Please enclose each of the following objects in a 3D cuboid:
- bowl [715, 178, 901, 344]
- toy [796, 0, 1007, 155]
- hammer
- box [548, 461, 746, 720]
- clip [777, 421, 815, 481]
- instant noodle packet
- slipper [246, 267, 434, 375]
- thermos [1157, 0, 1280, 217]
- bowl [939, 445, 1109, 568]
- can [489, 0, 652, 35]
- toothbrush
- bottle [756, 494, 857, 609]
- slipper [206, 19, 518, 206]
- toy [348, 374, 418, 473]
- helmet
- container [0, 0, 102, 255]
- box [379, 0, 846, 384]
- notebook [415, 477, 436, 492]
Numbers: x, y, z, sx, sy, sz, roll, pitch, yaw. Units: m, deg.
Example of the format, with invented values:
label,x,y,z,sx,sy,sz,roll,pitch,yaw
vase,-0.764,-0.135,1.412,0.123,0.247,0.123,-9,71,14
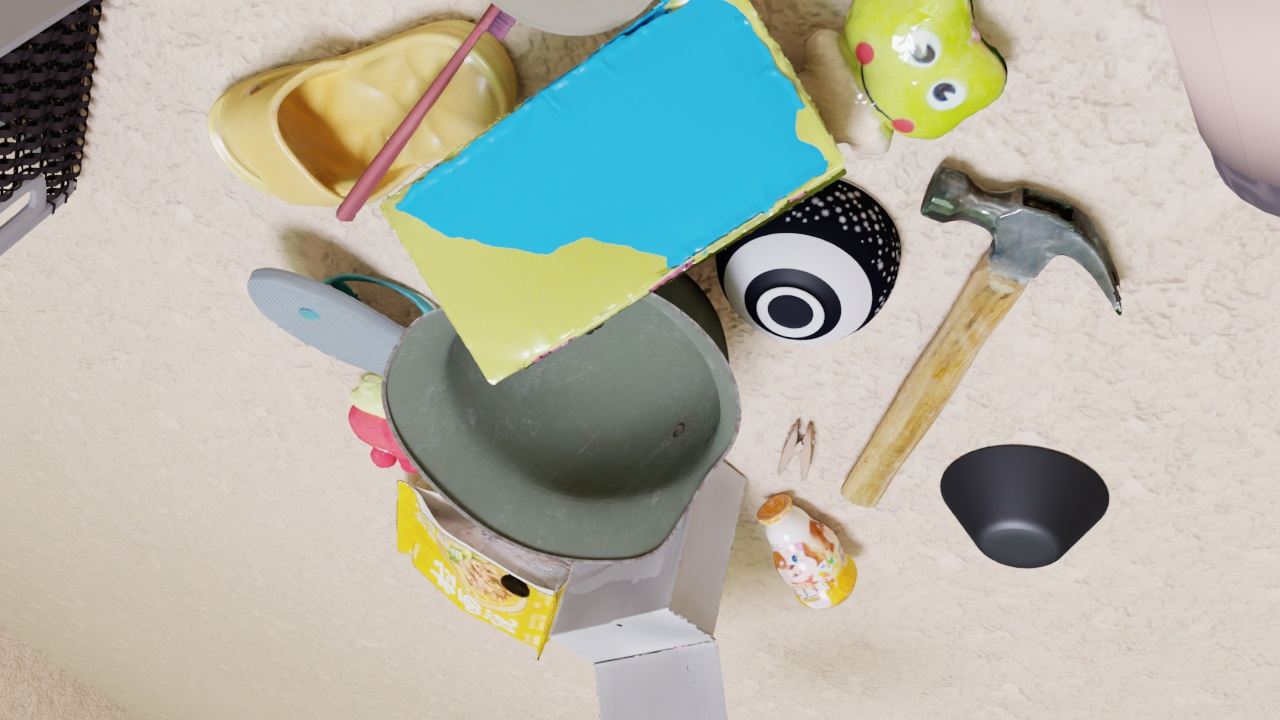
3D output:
label,x,y,z,sx,sy,sz,roll,pitch,yaw
bowl,0.103,-0.053,0.593,0.120,0.066,0.120,13,140,11
toy,0.128,-0.151,0.490,0.118,0.043,0.092,-16,128,40
hammer,0.210,0.013,0.648,0.132,0.033,0.331,18,141,4
box,0.004,0.284,0.767,0.108,0.417,0.167,25,145,-32
clip,0.123,0.073,0.763,0.045,0.025,0.061,8,131,16
instant noodle packet,-0.179,0.225,1.026,0.221,0.084,0.163,25,141,8
slipper,-0.209,-0.018,0.805,0.268,0.054,0.098,28,144,-24
thermos,0.258,-0.170,0.318,0.173,0.172,0.226,-10,137,34
bowl,0.296,0.126,0.714,0.124,0.052,0.124,13,140,11
can,-0.031,-0.234,0.447,0.128,0.073,0.128,13,140,11
toothbrush,-0.133,-0.150,0.564,0.016,0.016,0.190,31,124,-29
bottle,0.149,0.172,0.832,0.063,0.063,0.109,-23,108,42
slipper,-0.201,-0.152,0.619,0.264,0.078,0.099,-9,132,30
toy,-0.244,0.066,0.911,0.092,0.045,0.135,12,135,9
helmet,-0.034,0.008,0.657,0.269,0.153,0.227,-25,112,41
container,-0.539,-0.196,0.604,0.245,0.246,0.244,37,136,-17
box,-0.012,-0.093,0.492,0.221,0.079,0.124,-33,93,12
notebook,-0.130,0.167,0.997,0.208,0.012,0.153,37,141,-15
